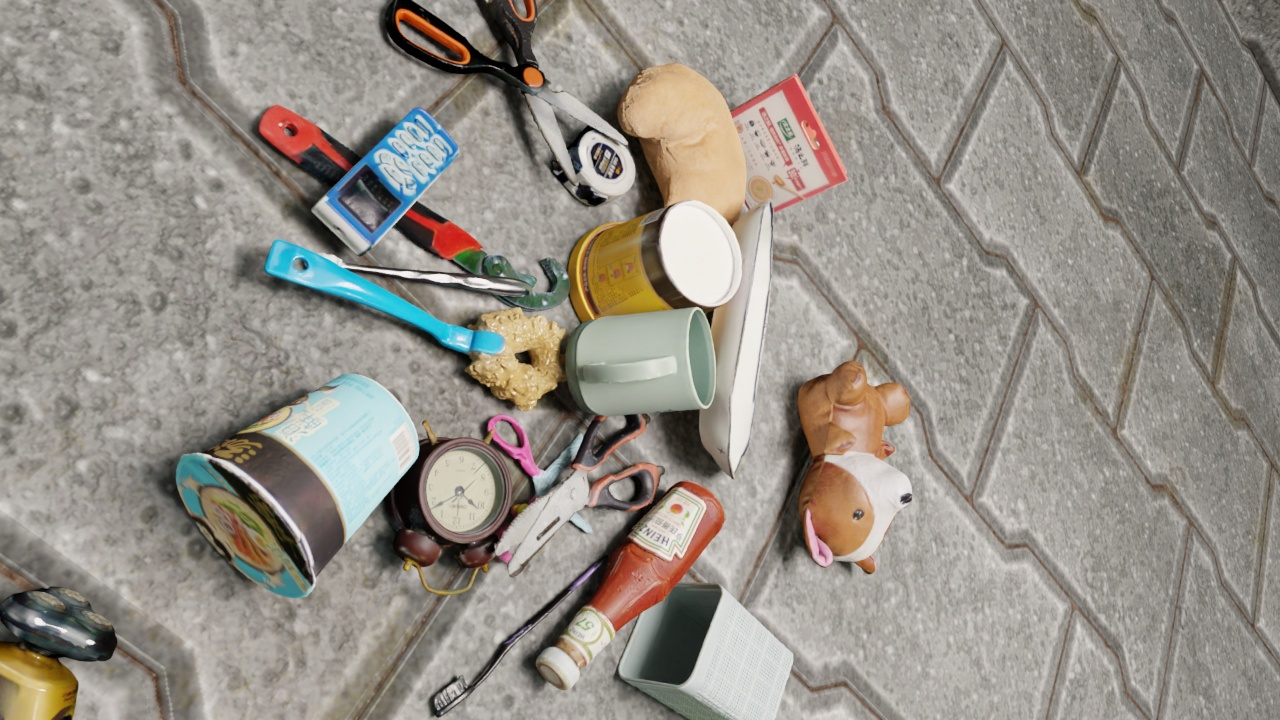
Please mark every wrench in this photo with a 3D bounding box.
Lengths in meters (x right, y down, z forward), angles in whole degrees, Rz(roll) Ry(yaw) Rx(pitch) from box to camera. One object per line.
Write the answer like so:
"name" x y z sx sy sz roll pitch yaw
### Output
"wrench" -0.169 -0.111 0.721 0.273 0.016 0.056 30 62 -29

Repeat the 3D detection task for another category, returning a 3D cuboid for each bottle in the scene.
"bottle" -0.007 0.181 0.749 0.205 0.060 0.060 -43 106 -36

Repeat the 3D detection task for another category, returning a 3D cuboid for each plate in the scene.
"plate" 0.090 -0.023 0.852 0.162 0.034 0.265 65 34 -66

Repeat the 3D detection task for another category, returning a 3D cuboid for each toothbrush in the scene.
"toothbrush" -0.164 -0.065 0.704 0.180 0.018 0.015 5 81 -33
"toothbrush" -0.088 0.205 0.709 0.188 0.014 0.017 -37 90 -38

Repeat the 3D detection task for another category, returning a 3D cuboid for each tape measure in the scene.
"tape measure" -0.039 -0.174 0.829 0.066 0.034 0.065 48 56 -16

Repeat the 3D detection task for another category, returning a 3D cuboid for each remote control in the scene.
"remote control" -0.187 -0.135 0.685 0.049 0.024 0.124 47 54 -21

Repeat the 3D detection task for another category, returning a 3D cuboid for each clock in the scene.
"clock" -0.139 0.108 0.665 0.082 0.055 0.121 12 73 -38

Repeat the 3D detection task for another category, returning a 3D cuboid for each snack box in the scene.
"snack box" 0.145 -0.217 0.925 0.044 0.127 0.113 -38 104 -38

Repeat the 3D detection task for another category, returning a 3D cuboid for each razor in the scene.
"razor" -0.327 0.208 0.493 0.067 0.062 0.167 5 79 -7

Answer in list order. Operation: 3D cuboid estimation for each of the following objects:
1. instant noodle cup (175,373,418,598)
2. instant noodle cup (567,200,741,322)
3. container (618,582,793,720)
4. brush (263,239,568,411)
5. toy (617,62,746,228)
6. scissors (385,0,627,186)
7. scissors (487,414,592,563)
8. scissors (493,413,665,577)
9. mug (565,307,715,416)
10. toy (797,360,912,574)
"instant noodle cup" -0.212 0.071 0.593 0.111 0.111 0.120 56 44 -14
"instant noodle cup" 0.016 -0.077 0.796 0.118 0.115 0.118 11 71 -36
"container" 0.060 0.252 0.767 0.111 0.090 0.089 42 56 -26
"brush" -0.155 -0.029 0.687 0.254 0.046 0.083 25 68 -38
"toy" 0.055 -0.173 0.880 0.143 0.083 0.226 -35 107 -41
"scissors" -0.114 -0.253 0.783 0.227 0.022 0.220 1 73 -32
"scissors" -0.084 0.100 0.738 0.134 0.017 0.133 52 49 -16
"scissors" -0.040 0.111 0.740 0.198 0.015 0.204 37 50 -41
"mug" -0.004 0.004 0.730 0.111 0.106 0.082 -22 107 -71
"toy" 0.213 0.110 0.910 0.140 0.131 0.199 21 76 -39
